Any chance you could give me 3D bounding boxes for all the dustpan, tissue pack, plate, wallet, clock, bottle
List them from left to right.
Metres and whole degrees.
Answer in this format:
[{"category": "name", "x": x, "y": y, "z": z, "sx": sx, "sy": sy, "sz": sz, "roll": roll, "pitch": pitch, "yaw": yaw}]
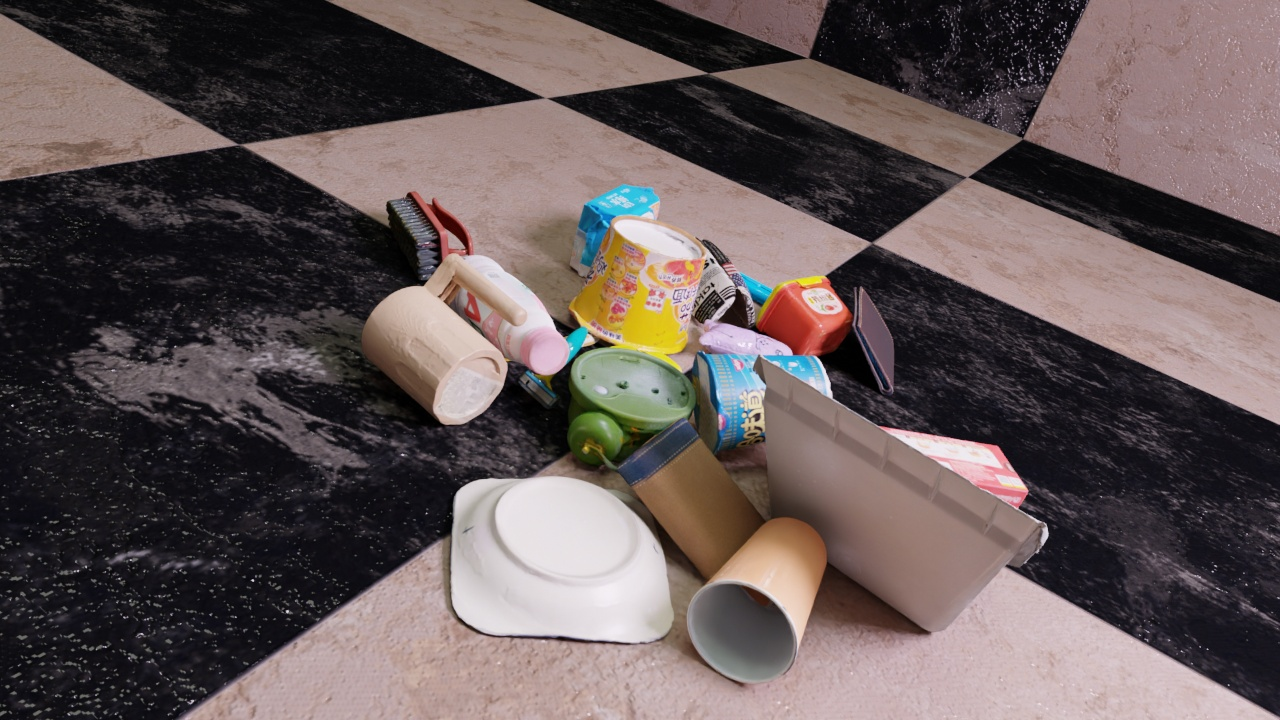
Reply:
[{"category": "bottle", "x": -0.128, "y": -0.042, "z": 0.874, "sx": 0.068, "sy": 0.068, "sz": 0.197, "roll": -3, "pitch": 24, "yaw": -31}, {"category": "plate", "x": -0.057, "y": 0.134, "z": 0.680, "sx": 0.163, "sy": 0.034, "sz": 0.164, "roll": 8, "pitch": 32, "yaw": -15}, {"category": "tissue pack", "x": -0.028, "y": -0.159, "z": 1.132, "sx": 0.063, "sy": 0.090, "sz": 0.139, "roll": 26, "pitch": 31, "yaw": 16}, {"category": "clock", "x": -0.010, "y": 0.051, "z": 0.821, "sx": 0.116, "sy": 0.056, "sz": 0.161, "roll": 9, "pitch": 31, "yaw": -12}, {"category": "wallet", "x": 0.043, "y": 0.108, "z": 0.734, "sx": 0.115, "sy": 0.033, "sz": 0.090, "roll": 50, "pitch": 40, "yaw": 6}, {"category": "wallet", "x": 0.273, "y": -0.026, "z": 1.075, "sx": 0.096, "sy": 0.020, "sz": 0.122, "roll": 58, "pitch": 25, "yaw": -16}, {"category": "dustpan", "x": 0.210, "y": 0.092, "z": 0.728, "sx": 0.223, "sy": 0.258, "sz": 0.142, "roll": 33, "pitch": 57, "yaw": 27}]

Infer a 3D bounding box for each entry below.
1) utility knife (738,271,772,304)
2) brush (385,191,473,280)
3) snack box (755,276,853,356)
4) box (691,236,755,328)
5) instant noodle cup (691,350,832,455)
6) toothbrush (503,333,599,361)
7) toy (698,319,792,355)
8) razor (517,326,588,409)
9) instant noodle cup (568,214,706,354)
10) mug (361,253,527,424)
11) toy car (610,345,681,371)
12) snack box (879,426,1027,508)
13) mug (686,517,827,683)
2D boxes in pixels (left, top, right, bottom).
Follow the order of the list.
[{"category": "utility knife", "x": 0.125, "y": -0.107, "z": 1.195, "sx": 0.191, "sy": 0.018, "sz": 0.034, "roll": 34, "pitch": 34, "yaw": 30}, {"category": "brush", "x": -0.238, "y": -0.147, "z": 1.036, "sx": 0.069, "sy": 0.063, "sz": 0.146, "roll": -14, "pitch": 38, "yaw": -24}, {"category": "snack box", "x": 0.195, "y": -0.047, "z": 1.074, "sx": 0.091, "sy": 0.082, "sz": 0.080, "roll": -13, "pitch": 55, "yaw": -40}, {"category": "box", "x": 0.096, "y": -0.093, "z": 1.125, "sx": 0.087, "sy": 0.076, "sz": 0.162, "roll": 26, "pitch": 19, "yaw": -29}, {"category": "instant noodle cup", "x": 0.111, "y": 0.036, "z": 0.842, "sx": 0.110, "sy": 0.099, "sz": 0.099, "roll": -5, "pitch": 34, "yaw": -10}, {"category": "toothbrush", "x": -0.112, "y": -0.012, "z": 0.914, "sx": 0.190, "sy": 0.018, "sz": 0.016, "roll": -13, "pitch": 43, "yaw": -41}, {"category": "toy", "x": 0.117, "y": -0.015, "z": 1.015, "sx": 0.108, "sy": 0.039, "sz": 0.083, "roll": 16, "pitch": 21, "yaw": 1}, {"category": "razor", "x": -0.079, "y": 0.001, "z": 0.898, "sx": 0.043, "sy": 0.028, "sz": 0.132, "roll": 40, "pitch": 33, "yaw": -6}, {"category": "instant noodle cup", "x": 0.004, "y": -0.086, "z": 0.995, "sx": 0.138, "sy": 0.110, "sz": 0.137, "roll": 16, "pitch": 26, "yaw": -8}, {"category": "mug", "x": -0.167, "y": -0.020, "z": 0.803, "sx": 0.103, "sy": 0.124, "sz": 0.084, "roll": 37, "pitch": -2, "yaw": 29}, {"category": "toy car", "x": -0.006, "y": 0.005, "z": 0.925, "sx": 0.105, "sy": 0.032, "sz": 0.048, "roll": 4, "pitch": 32, "yaw": -24}, {"category": "snack box", "x": 0.300, "y": 0.105, "z": 0.914, "sx": 0.153, "sy": 0.025, "sz": 0.075, "roll": 10, "pitch": 29, "yaw": -12}, {"category": "mug", "x": 0.093, "y": 0.166, "z": 0.665, "sx": 0.078, "sy": 0.078, "sz": 0.122, "roll": 27, "pitch": 26, "yaw": 17}]
